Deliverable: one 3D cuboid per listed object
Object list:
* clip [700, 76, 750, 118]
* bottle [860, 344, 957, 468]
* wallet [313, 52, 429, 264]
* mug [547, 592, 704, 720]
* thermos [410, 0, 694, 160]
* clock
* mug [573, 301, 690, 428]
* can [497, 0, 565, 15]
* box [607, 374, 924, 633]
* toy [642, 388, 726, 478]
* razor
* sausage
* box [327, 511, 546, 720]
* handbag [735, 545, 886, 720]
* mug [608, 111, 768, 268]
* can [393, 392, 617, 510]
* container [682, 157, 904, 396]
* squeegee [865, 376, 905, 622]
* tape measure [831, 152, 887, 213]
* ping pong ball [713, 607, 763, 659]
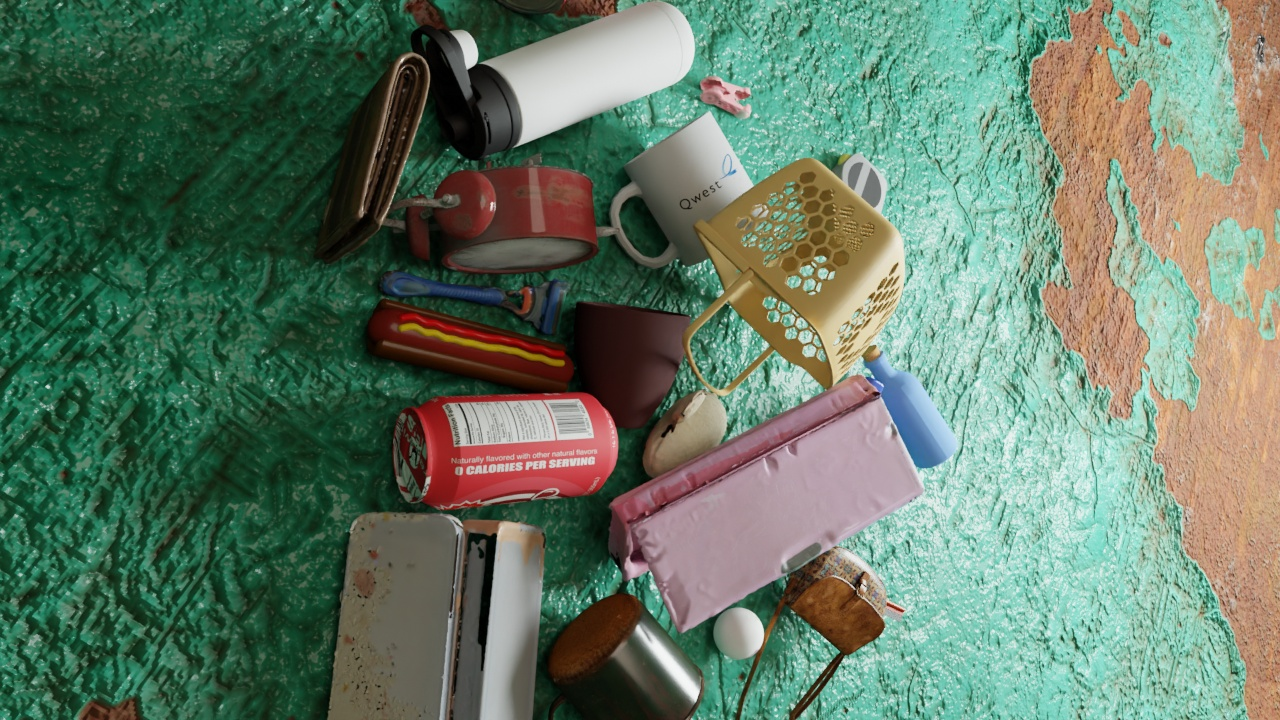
[{"bbox_3d":[0.079,-0.235,0.834,0.060,0.023,0.044,-17,89,-41],"label":"clip"},{"bbox_3d":[0.252,0.041,0.882,0.047,0.048,0.131,-45,107,-32],"label":"bottle"},{"bbox_3d":[-0.175,-0.128,0.591,0.027,0.099,0.121,20,71,-32],"label":"wallet"},{"bbox_3d":[-0.023,0.228,0.646,0.111,0.085,0.081,-39,103,-9],"label":"mug"},{"bbox_3d":[-0.059,-0.231,0.700,0.229,0.069,0.101,-33,125,-33],"label":"thermos"},{"bbox_3d":[-0.101,-0.101,0.627,0.156,0.110,0.062,-1,83,-41],"label":"clock"},{"bbox_3d":[-0.004,0.004,0.706,0.113,0.087,0.088,-3,102,-62],"label":"mug"},{"bbox_3d":[-0.078,-0.339,0.716,0.066,0.067,0.124,20,71,-30],"label":"can"},{"bbox_3d":[0.099,0.112,0.685,0.232,0.100,0.107,-24,58,-22],"label":"box"},{"bbox_3d":[0.036,0.060,0.727,0.087,0.050,0.112,-43,136,-29],"label":"toy"},{"bbox_3d":[-0.120,-0.049,0.664,0.140,0.018,0.044,8,103,-31],"label":"razor"},{"bbox_3d":[-0.116,-0.007,0.646,0.155,0.040,0.040,15,73,-31],"label":"sausage"},{"bbox_3d":[-0.133,0.211,0.597,0.114,0.096,0.217,28,62,-61],"label":"box"},{"bbox_3d":[0.131,0.246,0.751,0.093,0.043,0.195,43,74,-23],"label":"handbag"},{"bbox_3d":[0.031,-0.130,0.752,0.119,0.083,0.096,-34,102,-6],"label":"mug"},{"bbox_3d":[-0.090,0.060,0.629,0.142,0.075,0.074,0,82,-34],"label":"can"},{"bbox_3d":[0.108,-0.040,0.706,0.167,0.183,0.129,-43,70,0],"label":"container"},{"bbox_3d":[0.169,0.101,0.809,0.249,0.055,0.184,28,82,-24],"label":"squeegee"},{"bbox_3d":[0.216,-0.170,0.915,0.064,0.017,0.064,34,64,-25],"label":"tape measure"},{"bbox_3d":[0.079,0.219,0.736,0.040,0.040,0.040,7,77,-33],"label":"ping pong ball"}]
